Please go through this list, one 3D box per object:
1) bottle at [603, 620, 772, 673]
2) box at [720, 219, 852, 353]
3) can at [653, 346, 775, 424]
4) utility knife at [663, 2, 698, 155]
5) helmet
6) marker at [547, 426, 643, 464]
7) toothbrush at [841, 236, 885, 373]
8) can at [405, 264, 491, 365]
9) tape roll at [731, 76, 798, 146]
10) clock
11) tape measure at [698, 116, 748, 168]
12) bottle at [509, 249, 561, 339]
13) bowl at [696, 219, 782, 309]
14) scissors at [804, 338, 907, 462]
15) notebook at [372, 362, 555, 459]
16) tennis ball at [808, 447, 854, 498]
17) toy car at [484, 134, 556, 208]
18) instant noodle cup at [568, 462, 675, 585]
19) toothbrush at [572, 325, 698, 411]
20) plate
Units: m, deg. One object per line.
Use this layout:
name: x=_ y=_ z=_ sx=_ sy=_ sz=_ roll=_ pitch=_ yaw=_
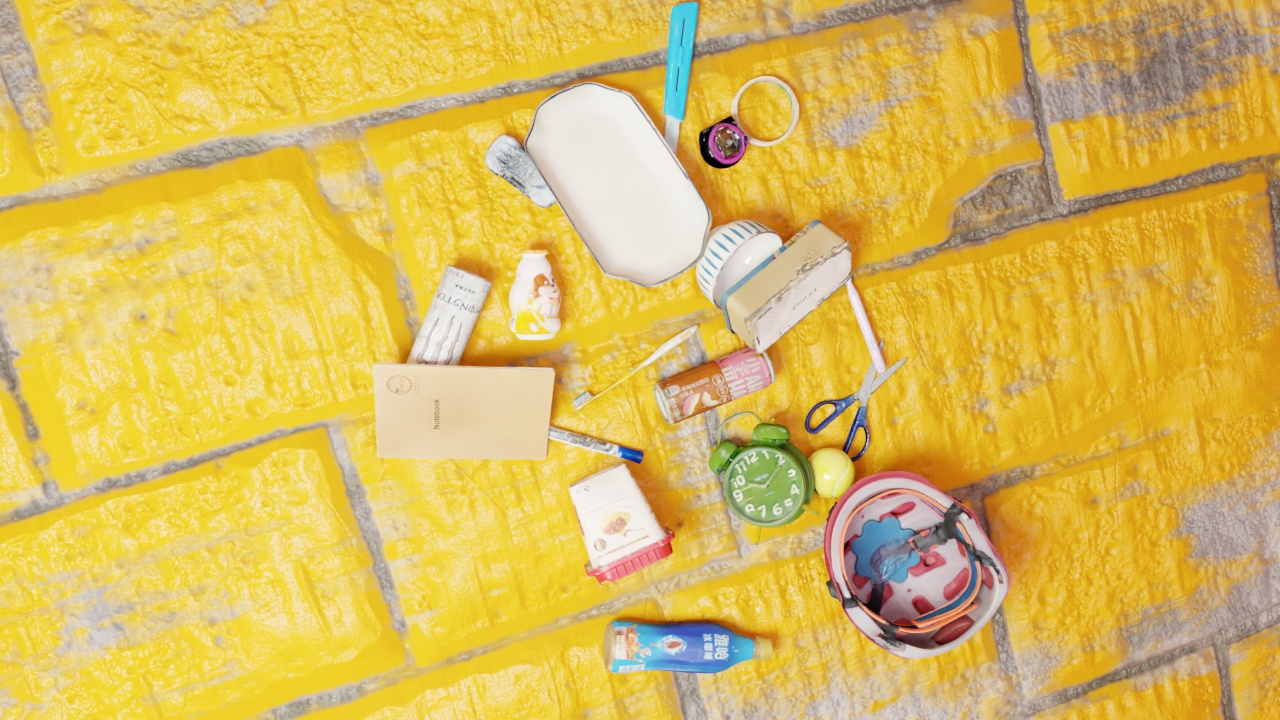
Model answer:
bottle: x=0.063 y=0.372 z=1.191 sx=0.218 sy=0.065 sz=0.065 roll=4 pitch=95 yaw=-11
box: x=0.179 y=-0.088 z=1.141 sx=0.184 sy=0.090 sz=0.061 roll=-36 pitch=57 yaw=-10
can: x=0.093 y=0.030 z=1.165 sx=0.147 sy=0.058 sz=0.058 roll=-21 pitch=99 yaw=-7
utility knife: x=0.046 y=-0.349 z=1.140 sx=0.034 sy=0.018 sz=0.188 roll=4 pitch=96 yaw=-11
helmet: x=0.332 y=0.256 z=1.190 sx=0.207 sy=0.144 sz=0.240 roll=-35 pitch=87 yaw=-6
marker: x=-0.067 y=0.105 z=1.166 sx=0.145 sy=0.017 sz=0.017 roll=17 pitch=92 yaw=-11
toothbrush: x=0.286 y=-0.071 z=1.205 sx=0.029 sy=0.021 sz=0.189 roll=-21 pitch=97 yaw=16
can: x=-0.232 y=-0.039 z=1.101 sx=0.058 sy=0.058 sz=0.146 roll=23 pitch=91 yaw=-11
tape roll: x=0.158 y=-0.315 z=1.164 sx=0.085 sy=0.014 sz=0.086 roll=-1 pitch=96 yaw=-10
clock: x=0.154 y=0.142 z=1.170 sx=0.116 sy=0.056 sz=0.161 roll=-28 pitch=82 yaw=14
tape measure: x=0.104 y=-0.269 z=1.146 sx=0.057 sy=0.039 sz=0.058 roll=-27 pitch=100 yaw=-7
bottle: x=-0.128 y=-0.080 z=1.113 sx=0.063 sy=0.063 sz=0.108 roll=-2 pitch=96 yaw=-10
bowl: x=0.113 y=-0.127 z=1.138 sx=0.116 sy=0.116 sz=0.066 roll=-43 pitch=59 yaw=-4
scissors: x=0.294 y=0.059 z=1.227 sx=0.163 sy=0.012 sz=0.160 roll=-17 pitch=96 yaw=-9
notebook: x=-0.212 y=0.065 z=1.103 sx=0.207 sy=0.008 sz=0.148 roll=2 pitch=128 yaw=-11
tennis ball: x=0.248 y=0.147 z=1.200 sx=0.065 sy=0.065 sz=0.065 roll=-1 pitch=96 yaw=-10
toy car: x=-0.139 y=-0.229 z=1.113 sx=0.105 sy=0.031 sz=0.049 roll=36 pitch=89 yaw=-12
instant noodle cup: x=-0.031 y=0.198 z=1.140 sx=0.116 sy=0.116 sz=0.124 roll=-24 pitch=87 yaw=-7
toothbrush: x=-0.007 y=0.007 z=1.168 sx=0.191 sy=0.016 sz=0.018 roll=-34 pitch=92 yaw=-4
plate: x=-0.028 y=-0.208 z=1.102 sx=0.161 sy=0.034 sz=0.265 roll=-33 pitch=87 yaw=-19
